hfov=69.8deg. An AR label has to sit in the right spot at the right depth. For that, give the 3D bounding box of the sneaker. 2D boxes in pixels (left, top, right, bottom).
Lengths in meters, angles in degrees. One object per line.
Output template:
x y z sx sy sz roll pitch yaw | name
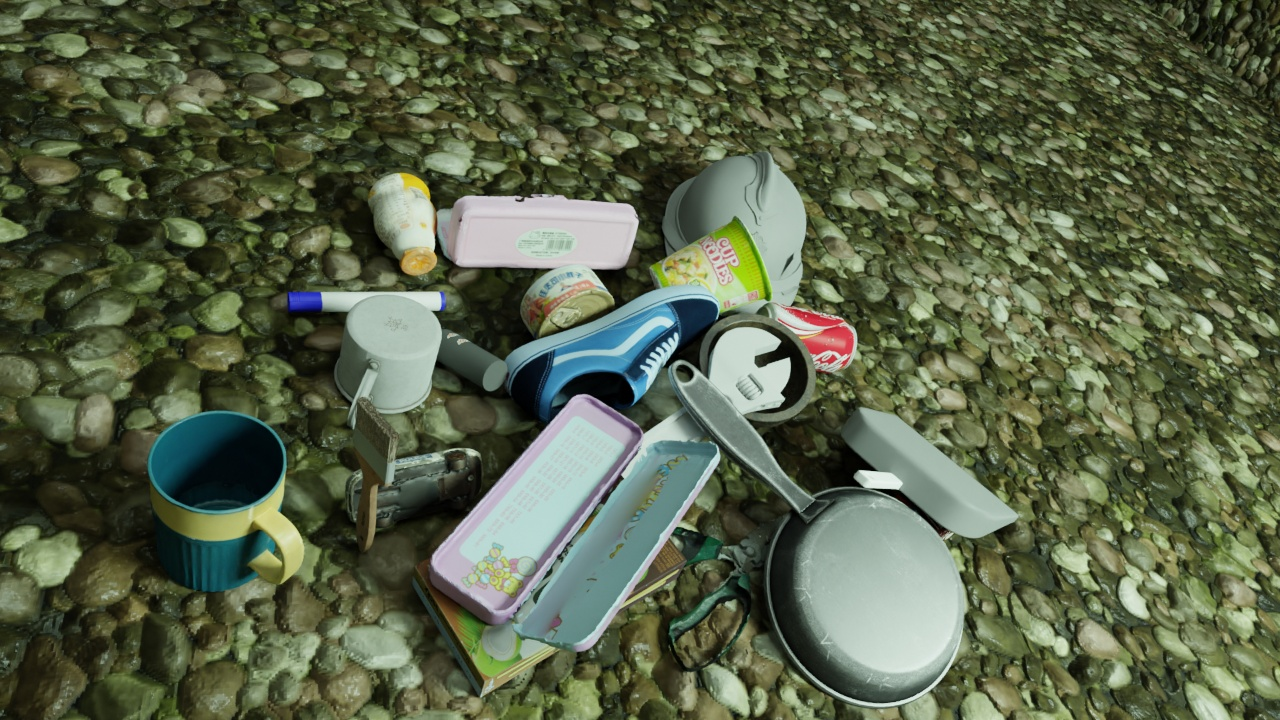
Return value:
-0.005 0.005 0.867 0.240 0.084 0.098 -23 48 -29 | sneaker

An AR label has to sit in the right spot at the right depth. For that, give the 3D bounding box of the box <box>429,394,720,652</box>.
-0.044 0.119 0.701 0.150 0.049 0.213 17 44 25 | box

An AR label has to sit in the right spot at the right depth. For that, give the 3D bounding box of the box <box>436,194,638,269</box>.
-0.113 -0.149 0.981 0.201 0.087 0.102 -2 37 -26 | box

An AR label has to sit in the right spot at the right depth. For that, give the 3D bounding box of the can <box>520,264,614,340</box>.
-0.071 -0.049 0.893 0.086 0.086 0.043 -14 54 -35 | can

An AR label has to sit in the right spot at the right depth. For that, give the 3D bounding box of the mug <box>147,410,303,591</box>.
-0.278 0.108 0.627 0.113 0.107 0.083 36 42 11 | mug

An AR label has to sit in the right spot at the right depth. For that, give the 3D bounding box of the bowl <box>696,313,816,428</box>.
0.110 0.019 0.930 0.121 0.056 0.121 6 61 -11 | bowl

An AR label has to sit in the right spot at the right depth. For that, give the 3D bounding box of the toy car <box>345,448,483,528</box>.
-0.179 0.099 0.730 0.112 0.048 0.040 -8 21 -33 | toy car

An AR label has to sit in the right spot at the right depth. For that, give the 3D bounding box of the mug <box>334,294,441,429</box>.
-0.220 0.003 0.784 0.084 0.071 0.113 21 41 -5 | mug

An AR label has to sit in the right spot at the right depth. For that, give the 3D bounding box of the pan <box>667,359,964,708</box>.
0.144 0.132 0.800 0.186 0.055 0.357 -33 79 -26 | pan

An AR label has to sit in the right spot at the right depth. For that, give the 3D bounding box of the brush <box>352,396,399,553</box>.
-0.193 0.092 0.656 0.008 0.143 0.045 -23 53 -41 | brush

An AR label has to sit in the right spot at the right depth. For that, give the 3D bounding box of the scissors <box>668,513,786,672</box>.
0.080 0.192 0.780 0.209 0.015 0.146 -5 48 -27 | scissors

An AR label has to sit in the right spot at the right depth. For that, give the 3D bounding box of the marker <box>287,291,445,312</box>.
-0.255 -0.055 0.861 0.141 0.020 0.020 -2 50 -27 | marker

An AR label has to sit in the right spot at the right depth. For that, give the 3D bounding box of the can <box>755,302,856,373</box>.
0.177 -0.024 1.000 0.104 0.064 0.064 11 45 -16 | can

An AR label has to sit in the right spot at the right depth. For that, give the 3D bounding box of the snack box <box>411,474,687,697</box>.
-0.068 0.164 0.711 0.185 0.032 0.101 -23 61 -32 | snack box

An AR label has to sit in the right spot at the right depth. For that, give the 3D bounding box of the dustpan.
0.256 0.104 0.862 0.163 0.033 0.257 43 15 29 | dustpan

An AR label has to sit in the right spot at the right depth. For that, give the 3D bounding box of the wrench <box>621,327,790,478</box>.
0.036 0.053 0.847 0.272 0.018 0.086 -32 73 -27 | wrench

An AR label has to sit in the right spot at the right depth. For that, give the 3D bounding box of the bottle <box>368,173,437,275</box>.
-0.234 -0.136 0.920 0.063 0.063 0.108 -5 53 -29 | bottle

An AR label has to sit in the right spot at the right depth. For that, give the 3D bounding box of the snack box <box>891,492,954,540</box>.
0.242 0.161 0.874 0.140 0.032 0.051 -13 55 -34 | snack box

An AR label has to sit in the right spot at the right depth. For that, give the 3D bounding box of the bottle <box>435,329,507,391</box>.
-0.171 -0.009 0.834 0.113 0.030 0.030 27 39 30 | bottle

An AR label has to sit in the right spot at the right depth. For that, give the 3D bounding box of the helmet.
0.130 -0.176 1.087 0.183 0.118 0.270 17 45 -9 | helmet

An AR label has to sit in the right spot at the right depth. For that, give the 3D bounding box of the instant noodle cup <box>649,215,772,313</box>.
0.072 -0.088 0.975 0.108 0.099 0.098 -23 55 -1 | instant noodle cup
